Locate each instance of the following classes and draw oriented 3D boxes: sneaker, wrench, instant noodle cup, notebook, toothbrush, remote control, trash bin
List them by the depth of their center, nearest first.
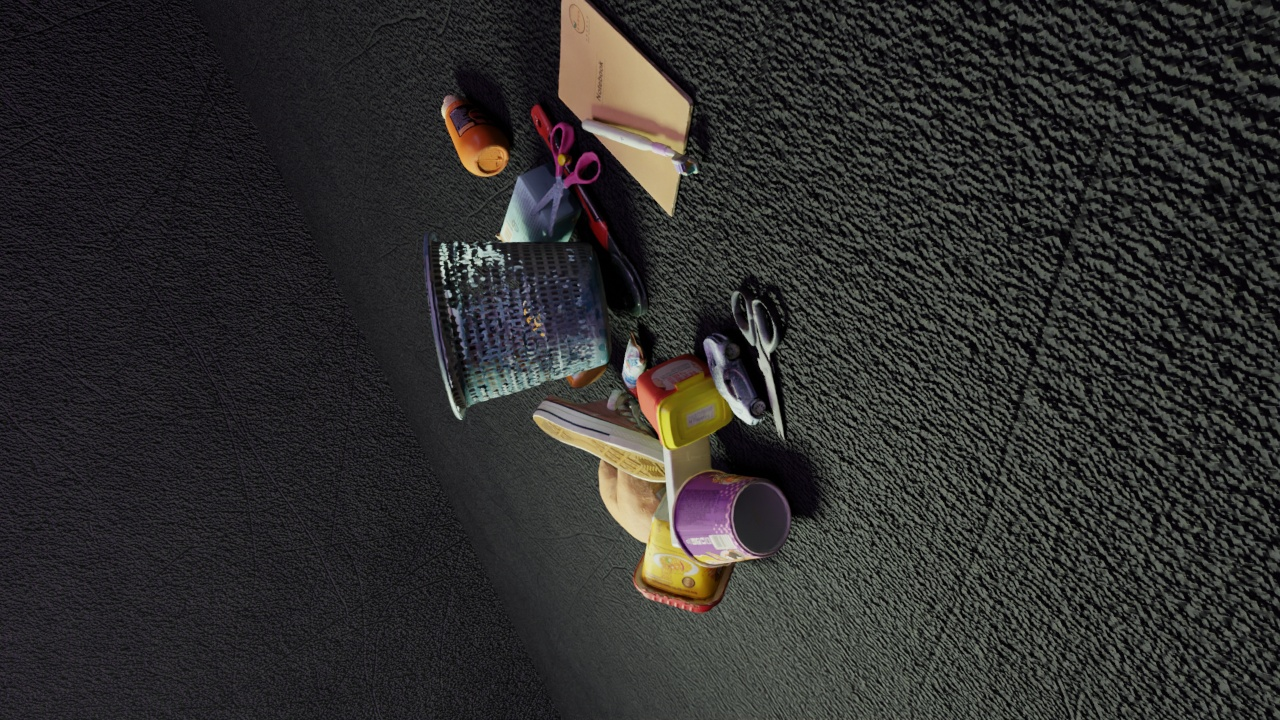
[{"bbox_3d":[-0.007,-0.212,0.895,0.189,0.029,0.020,36,104,48],"label":"toothbrush"},{"bbox_3d":[-0.021,-0.258,0.907,0.207,0.008,0.148,50,154,24],"label":"notebook"},{"bbox_3d":[0.107,0.174,1.017,0.099,0.111,0.111,-18,100,58],"label":"instant noodle cup"},{"bbox_3d":[0.057,0.142,1.065,0.021,0.058,0.150,-17,75,60],"label":"remote control"},{"bbox_3d":[-0.059,-0.175,1.071,0.273,0.016,0.056,62,157,-3],"label":"wrench"},{"bbox_3d":[-0.141,-0.056,1.102,0.226,0.195,0.226,169,91,-84],"label":"trash bin"},{"bbox_3d":[0.059,0.230,1.147,0.116,0.115,0.124,13,123,16],"label":"instant noodle cup"},{"bbox_3d":[-0.035,0.084,1.210,0.241,0.087,0.118,18,154,37],"label":"sneaker"}]

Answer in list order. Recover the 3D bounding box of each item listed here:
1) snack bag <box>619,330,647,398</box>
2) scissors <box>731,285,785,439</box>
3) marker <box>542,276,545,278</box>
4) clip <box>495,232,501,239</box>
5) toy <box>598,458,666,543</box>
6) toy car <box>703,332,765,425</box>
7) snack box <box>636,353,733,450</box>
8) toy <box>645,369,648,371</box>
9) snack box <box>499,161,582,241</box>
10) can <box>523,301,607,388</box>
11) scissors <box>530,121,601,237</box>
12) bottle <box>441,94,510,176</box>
[{"bbox_3d":[-0.007,0.007,1.151,0.105,0.026,0.045,100,154,-56],"label":"snack bag"},{"bbox_3d":[0.120,0.003,0.908,0.133,0.014,0.176,51,158,21],"label":"scissors"},{"bbox_3d":[-0.120,-0.114,1.266,0.146,0.016,0.017,23,136,56],"label":"marker"},{"bbox_3d":[-0.167,-0.159,1.290,0.102,0.035,0.095,5,122,58],"label":"clip"},{"bbox_3d":[-0.010,0.197,1.318,0.143,0.082,0.226,67,160,-3],"label":"toy"},{"bbox_3d":[0.095,0.021,0.943,0.105,0.031,0.049,64,169,-9],"label":"toy car"},{"bbox_3d":[0.046,0.040,1.004,0.080,0.091,0.082,46,154,48],"label":"snack box"},{"bbox_3d":[0.030,0.057,1.127,0.100,0.031,0.097,55,158,13],"label":"toy"},{"bbox_3d":[-0.130,-0.174,1.172,0.074,0.051,0.175,57,157,7],"label":"snack box"},{"bbox_3d":[-0.108,-0.033,1.277,0.146,0.058,0.058,54,156,17],"label":"can"},{"bbox_3d":[-0.084,-0.198,1.044,0.108,0.017,0.136,30,119,31],"label":"scissors"},{"bbox_3d":[-0.227,-0.308,1.220,0.149,0.066,0.067,55,158,33],"label":"bottle"}]
